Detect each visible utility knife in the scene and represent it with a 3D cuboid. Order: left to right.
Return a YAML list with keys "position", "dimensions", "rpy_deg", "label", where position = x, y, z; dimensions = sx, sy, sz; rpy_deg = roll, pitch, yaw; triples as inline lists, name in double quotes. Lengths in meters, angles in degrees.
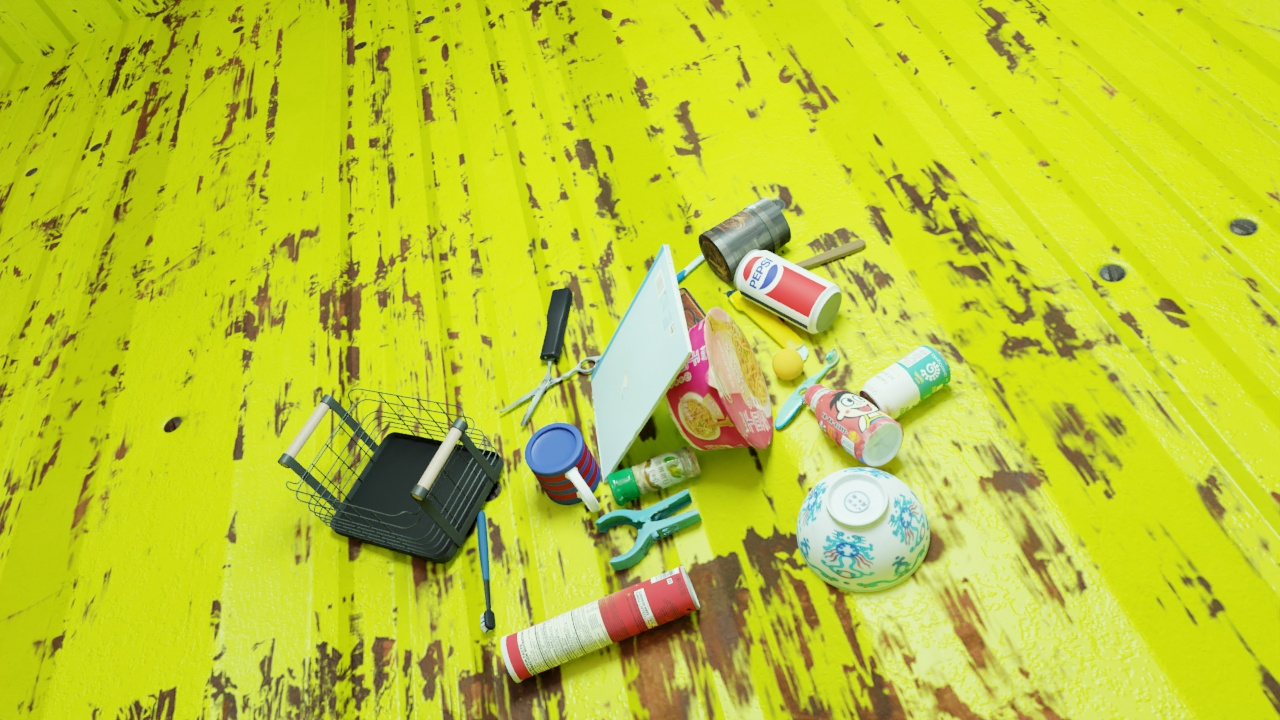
- position: [0.171, -0.051, 1.235]
  dimensions: [0.030, 0.017, 0.165]
  rpy_deg: [-37, 49, -6]
  label: "utility knife"

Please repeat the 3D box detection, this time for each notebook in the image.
- position: [-0.007, 0.007, 1.126]
  dimensions: [0.009, 0.254, 0.180]
  rpy_deg: [11, 45, -22]
  label: "notebook"

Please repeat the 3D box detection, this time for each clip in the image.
- position: [-0.002, 0.186, 1.095]
  dimensions: [0.129, 0.031, 0.121]
  rpy_deg: [-41, 46, -15]
  label: "clip"

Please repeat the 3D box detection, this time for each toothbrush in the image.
- position: [-0.189, 0.252, 1.112]
  dimensions: [0.014, 0.014, 0.167]
  rpy_deg: [-45, 39, 27]
  label: "toothbrush"
- position: [0.209, 0.035, 1.149]
  dimensions: [0.022, 0.017, 0.135]
  rpy_deg: [23, 62, 43]
  label: "toothbrush"
- position: [0.236, -0.136, 1.284]
  dimensions: [0.167, 0.016, 0.016]
  rpy_deg: [-20, 48, 1]
  label: "toothbrush"

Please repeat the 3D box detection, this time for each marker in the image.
- position: [0.073, -0.137, 1.345]
  dimensions: [0.141, 0.013, 0.013]
  rpy_deg: [-42, 50, -17]
  label: "marker"

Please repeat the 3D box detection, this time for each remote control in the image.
- position: [-0.124, -0.055, 1.338]
  dimensions: [0.032, 0.015, 0.136]
  rpy_deg: [-7, 45, 14]
  label: "remote control"

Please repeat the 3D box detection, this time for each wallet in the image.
- position: [0.059, -0.047, 1.270]
  dimensions: [0.072, 0.019, 0.123]
  rpy_deg: [-25, 48, -8]
  label: "wallet"

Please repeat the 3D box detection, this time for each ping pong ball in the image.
- position: [0.187, 0.005, 1.166]
  dimensions: [0.040, 0.040, 0.040]
  rpy_deg: [-10, 49, 12]
  label: "ping pong ball"

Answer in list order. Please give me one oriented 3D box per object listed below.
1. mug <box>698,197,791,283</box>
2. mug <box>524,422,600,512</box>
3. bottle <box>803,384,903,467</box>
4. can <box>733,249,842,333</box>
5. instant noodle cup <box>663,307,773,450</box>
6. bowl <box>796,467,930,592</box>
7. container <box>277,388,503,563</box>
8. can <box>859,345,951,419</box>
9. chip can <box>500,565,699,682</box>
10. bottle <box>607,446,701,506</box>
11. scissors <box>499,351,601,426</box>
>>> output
- position: [0.141, -0.177, 1.317]
  dimensions: [0.107, 0.080, 0.116]
  rpy_deg: [-33, 29, -10]
  label: "mug"
- position: [-0.086, 0.139, 1.128]
  dimensions: [0.075, 0.076, 0.112]
  rpy_deg: [-35, 49, -10]
  label: "mug"
- position: [0.243, 0.068, 1.078]
  dimensions: [0.062, 0.062, 0.137]
  rpy_deg: [-34, 35, -10]
  label: "bottle"
- position: [0.195, -0.093, 1.216]
  dimensions: [0.132, 0.070, 0.070]
  rpy_deg: [32, 67, 30]
  label: "can"
- position: [0.087, 0.033, 1.104]
  dimensions: [0.078, 0.178, 0.178]
  rpy_deg: [-21, 46, 23]
  label: "instant noodle cup"
- position: [0.236, 0.167, 0.990]
  dimensions: [0.144, 0.074, 0.143]
  rpy_deg: [-10, 49, 12]
  label: "bowl"
- position: [-0.313, 0.138, 1.165]
  dimensions: [0.242, 0.130, 0.162]
  rpy_deg: [7, 54, 29]
  label: "container"
- position: [0.315, 0.028, 1.091]
  dimensions: [0.101, 0.055, 0.055]
  rpy_deg: [-32, 48, -8]
  label: "can"
- position: [-0.043, 0.288, 1.006]
  dimensions: [0.215, 0.052, 0.051]
  rpy_deg: [-22, 48, 1]
  label: "chip can"
- position: [0.017, 0.140, 1.115]
  dimensions: [0.111, 0.043, 0.043]
  rpy_deg: [-20, 48, 1]
  label: "bottle"
- position: [-0.117, 0.030, 1.272]
  dimensions: [0.162, 0.014, 0.141]
  rpy_deg: [-8, 47, 12]
  label: "scissors"
